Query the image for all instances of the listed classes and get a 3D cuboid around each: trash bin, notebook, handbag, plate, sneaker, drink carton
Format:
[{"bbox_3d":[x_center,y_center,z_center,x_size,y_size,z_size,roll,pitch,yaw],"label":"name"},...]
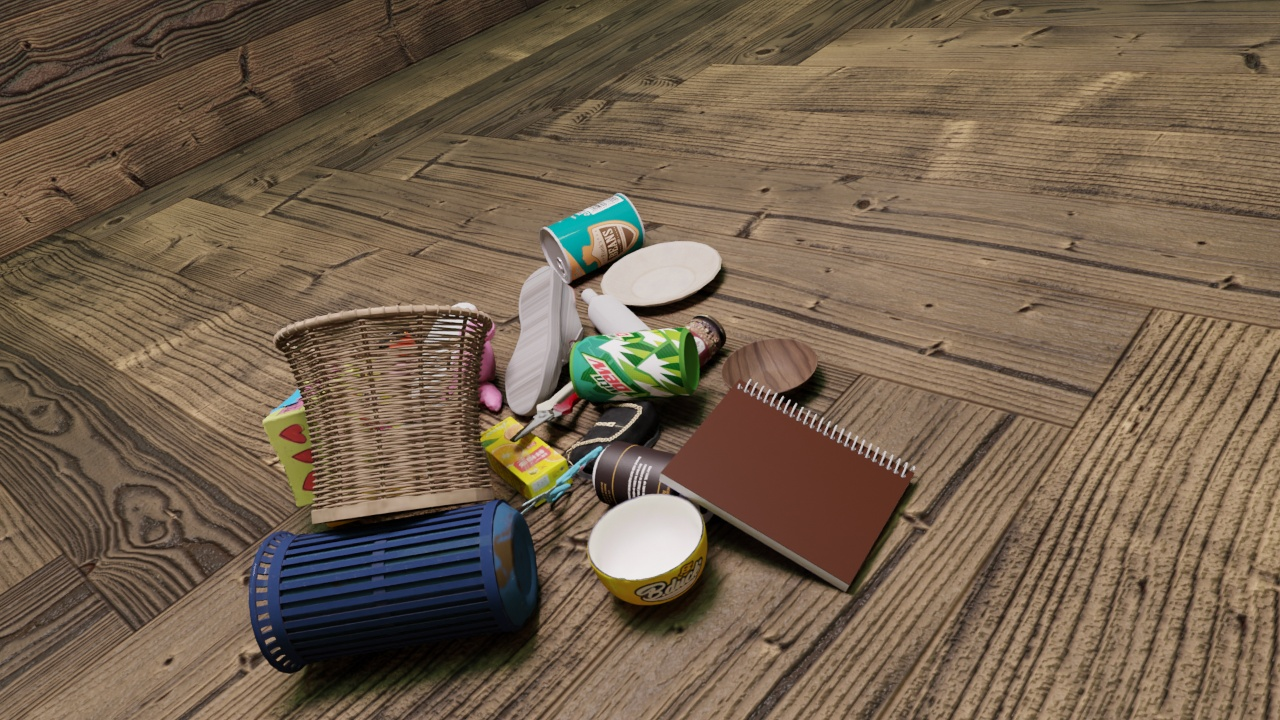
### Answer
[{"bbox_3d":[-0.235,0.220,0.911,0.249,0.139,0.139,-11,33,5],"label":"trash bin"},{"bbox_3d":[0.153,0.116,0.938,0.209,0.022,0.171,29,50,19],"label":"notebook"},{"bbox_3d":[-0.035,0.094,1.101,0.079,0.054,0.128,-1,37,41],"label":"handbag"},{"bbox_3d":[0.034,-0.127,1.415,0.189,0.027,0.188,-11,33,7],"label":"plate"},{"bbox_3d":[-0.121,-0.017,1.272,0.099,0.089,0.235,-24,48,37],"label":"sneaker"},{"bbox_3d":[-0.142,0.119,1.106,0.058,0.043,0.135,-31,36,-24],"label":"drink carton"}]

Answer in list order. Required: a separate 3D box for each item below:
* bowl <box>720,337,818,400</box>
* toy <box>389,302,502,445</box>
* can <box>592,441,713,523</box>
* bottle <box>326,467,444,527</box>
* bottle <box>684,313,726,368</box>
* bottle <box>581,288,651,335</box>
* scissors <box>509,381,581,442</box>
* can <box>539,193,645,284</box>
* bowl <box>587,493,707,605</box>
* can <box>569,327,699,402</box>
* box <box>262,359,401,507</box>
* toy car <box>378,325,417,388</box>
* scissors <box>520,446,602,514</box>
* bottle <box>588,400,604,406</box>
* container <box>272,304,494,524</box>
[{"bbox_3d":[0.161,0.019,1.138,0.119,0.032,0.119,-11,33,7],"label":"bowl"},{"bbox_3d":[-0.243,0.027,1.228,0.187,0.128,0.264,-28,30,27],"label":"toy"},{"bbox_3d":[0.016,0.133,0.992,0.129,0.072,0.071,10,40,34],"label":"can"},{"bbox_3d":[-0.311,0.162,1.113,0.143,0.043,0.043,-16,33,0],"label":"bottle"},{"bbox_3d":[0.061,-0.011,1.203,0.056,0.056,0.105,15,44,39],"label":"bottle"},{"bbox_3d":[-0.040,-0.059,1.321,0.052,0.052,0.195,-25,34,-14],"label":"bottle"},{"bbox_3d":[-0.102,0.060,1.161,0.140,0.015,0.188,-7,20,-5],"label":"scissors"},{"bbox_3d":[-0.079,-0.200,1.507,0.143,0.099,0.099,-28,35,-19],"label":"can"},{"bbox_3d":[0.012,0.195,0.904,0.117,0.068,0.117,-11,33,7],"label":"bowl"},{"bbox_3d":[-0.007,0.007,1.121,0.144,0.083,0.082,-5,34,18],"label":"can"},{"bbox_3d":[-0.379,0.081,1.148,0.079,0.124,0.220,-16,15,3],"label":"box"},{"bbox_3d":[-0.328,0.002,1.308,0.051,0.100,0.049,-35,31,-23],"label":"toy car"},{"bbox_3d":[-0.099,0.145,1.013,0.138,0.118,0.015,-32,76,-29],"label":"scissors"},{"bbox_3d":[-0.022,0.021,1.205,0.115,0.041,0.041,-36,38,-28],"label":"bottle"},{"bbox_3d":[-0.260,0.063,0.976,0.227,0.196,0.227,-8,-8,-1],"label":"container"}]
